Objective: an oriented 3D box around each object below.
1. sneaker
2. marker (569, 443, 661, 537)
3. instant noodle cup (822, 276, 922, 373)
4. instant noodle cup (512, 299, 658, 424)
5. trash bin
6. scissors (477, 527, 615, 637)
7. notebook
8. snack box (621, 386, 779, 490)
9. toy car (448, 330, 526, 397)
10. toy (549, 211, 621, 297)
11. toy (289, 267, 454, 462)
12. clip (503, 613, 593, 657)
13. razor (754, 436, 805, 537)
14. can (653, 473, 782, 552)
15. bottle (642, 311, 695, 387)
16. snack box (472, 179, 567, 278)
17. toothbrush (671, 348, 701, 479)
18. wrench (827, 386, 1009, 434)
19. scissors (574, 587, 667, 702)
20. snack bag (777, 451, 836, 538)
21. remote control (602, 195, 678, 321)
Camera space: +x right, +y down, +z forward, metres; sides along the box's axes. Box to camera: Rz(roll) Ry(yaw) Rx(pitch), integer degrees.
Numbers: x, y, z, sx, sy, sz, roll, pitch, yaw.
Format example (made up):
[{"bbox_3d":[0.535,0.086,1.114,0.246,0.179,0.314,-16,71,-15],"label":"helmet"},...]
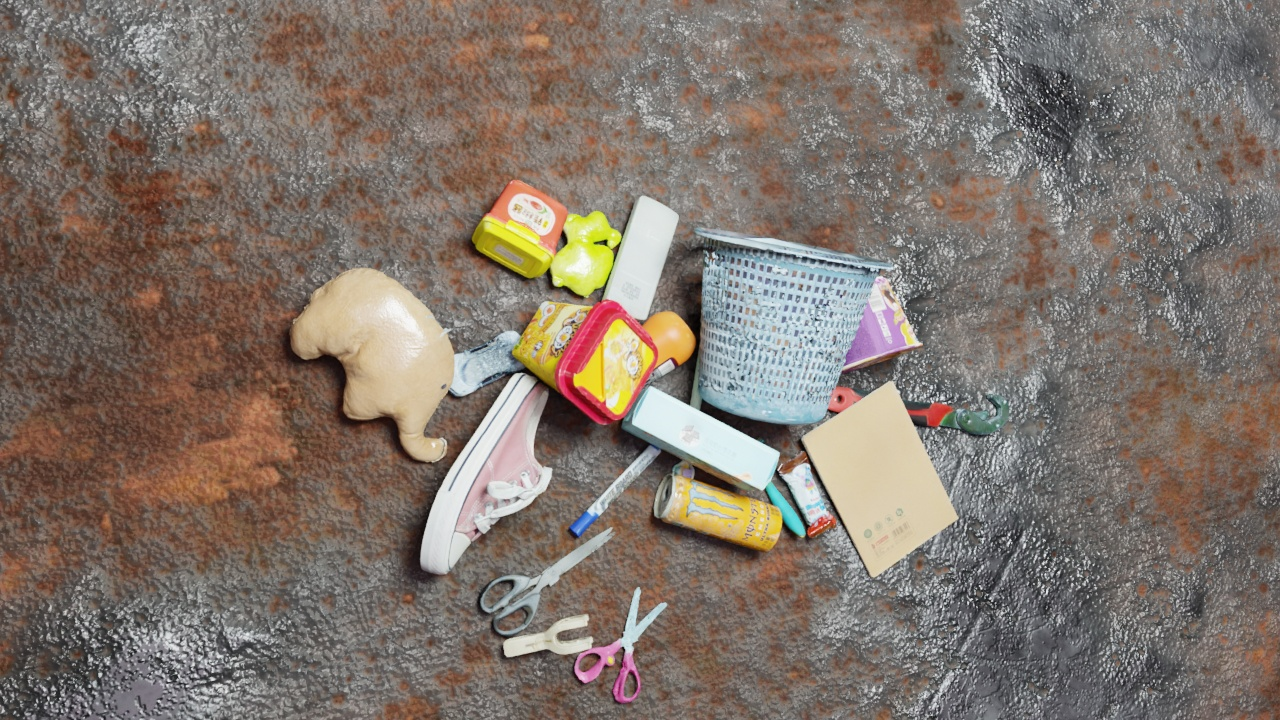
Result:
[{"bbox_3d":[-0.153,0.131,1.000,0.088,0.118,0.240,26,72,8],"label":"sneaker"},{"bbox_3d":[-0.027,0.150,1.078,0.145,0.017,0.017,-45,98,-15],"label":"marker"},{"bbox_3d":[0.280,-0.045,1.143,0.111,0.112,0.099,-15,80,-17],"label":"instant noodle cup"},{"bbox_3d":[-0.065,-0.007,1.014,0.116,0.124,0.116,44,72,-44],"label":"instant noodle cup"},{"bbox_3d":[0.154,-0.038,1.053,0.226,0.226,0.195,8,101,-16],"label":"trash bin"},{"bbox_3d":[-0.098,0.254,1.053,0.175,0.014,0.133,2,84,-19],"label":"scissors"},{"bbox_3d":[0.308,0.151,1.170,0.147,0.008,0.207,-30,98,-15],"label":"notebook"},{"bbox_3d":[0.067,0.092,1.058,0.175,0.074,0.051,27,79,-6],"label":"snack box"},{"bbox_3d":[-0.176,0.004,1.039,0.105,0.031,0.049,-26,91,-15],"label":"toy car"},{"bbox_3d":[-0.064,-0.125,1.082,0.096,0.031,0.100,-12,89,-21],"label":"toy"},{"bbox_3d":[-0.266,0.006,0.991,0.143,0.082,0.226,-37,98,4],"label":"toy"},{"bbox_3d":[-0.095,0.309,1.019,0.102,0.095,0.035,-5,80,-27],"label":"clip"},{"bbox_3d":[0.164,0.160,1.126,0.043,0.028,0.132,-33,92,-15],"label":"razor"},{"bbox_3d":[0.093,0.181,1.088,0.146,0.058,0.058,19,80,-14],"label":"can"},{"bbox_3d":[-0.006,0.006,1.076,0.149,0.067,0.067,-39,97,-8],"label":"bottle"},{"bbox_3d":[-0.134,-0.150,1.044,0.091,0.082,0.080,28,65,-13],"label":"snack box"},{"bbox_3d":[0.067,0.049,1.112,0.029,0.020,0.189,7,81,23],"label":"toothbrush"},{"bbox_3d":[0.364,0.064,1.200,0.273,0.016,0.056,5,84,-16],"label":"wrench"},{"bbox_3d":[-0.011,0.335,1.069,0.135,0.017,0.108,-40,94,-19],"label":"scissors"},{"bbox_3d":[0.208,0.169,1.140,0.045,0.026,0.105,-26,91,-14],"label":"snack bag"},{"bbox_3d":[0.000,-0.121,1.097,0.058,0.021,0.149,25,73,-23],"label":"remote control"}]
